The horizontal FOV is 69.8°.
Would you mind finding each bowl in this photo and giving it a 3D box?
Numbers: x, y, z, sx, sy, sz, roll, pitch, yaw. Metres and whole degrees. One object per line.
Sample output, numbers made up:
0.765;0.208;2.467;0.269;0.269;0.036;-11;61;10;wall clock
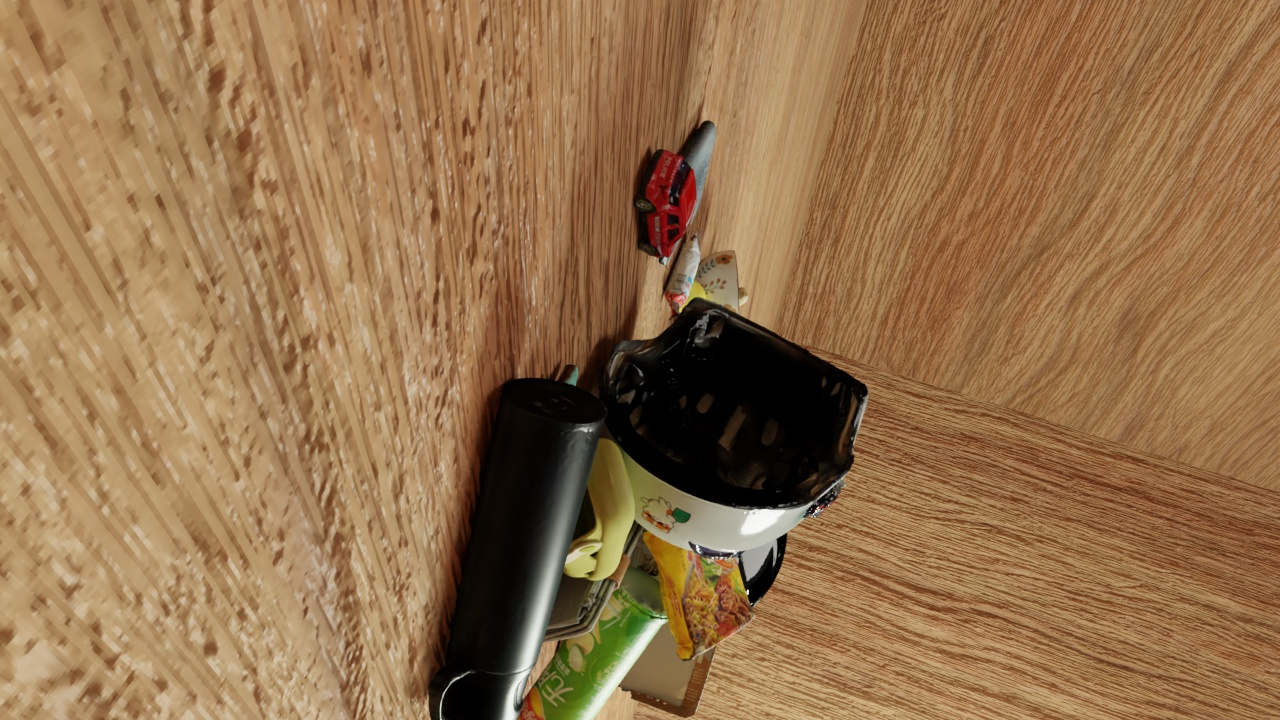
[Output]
0.086;-0.078;1.125;0.113;0.062;0.113;5;85;-88;bowl

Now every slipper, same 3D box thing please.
-0.056;0.123;0.741;0.191;0.081;0.091;113;-35;-60;slipper

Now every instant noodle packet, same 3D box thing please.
0.057;0.203;0.868;0.110;0.044;0.128;-9;79;-51;instant noodle packet

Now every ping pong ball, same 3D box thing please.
0.056;-0.074;1.068;0.040;0.040;0.040;19;89;-80;ping pong ball

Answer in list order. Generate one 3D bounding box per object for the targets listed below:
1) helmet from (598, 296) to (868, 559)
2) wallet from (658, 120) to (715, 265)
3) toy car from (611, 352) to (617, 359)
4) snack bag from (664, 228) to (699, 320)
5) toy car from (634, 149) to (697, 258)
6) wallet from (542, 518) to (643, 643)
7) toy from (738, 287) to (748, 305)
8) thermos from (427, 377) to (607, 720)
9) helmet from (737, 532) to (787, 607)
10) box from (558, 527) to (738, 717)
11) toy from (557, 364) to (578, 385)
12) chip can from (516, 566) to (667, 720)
0.068;0.079;0.829;0.273;0.230;0.157;-47;160;-48;helmet
0.044;-0.167;0.920;0.121;0.019;0.097;99;15;-47;wallet
-0.005;0.005;0.900;0.090;0.035;0.042;-7;112;-63;toy car
0.048;-0.097;1.032;0.045;0.026;0.105;77;30;-65;snack bag
0.024;-0.131;0.796;0.121;0.045;0.052;87;25;-69;toy car
-0.052;0.202;0.853;0.107;0.037;0.129;-23;-153;41;wallet
0.102;-0.062;1.263;0.105;0.066;0.157;-61;174;16;toy
-0.088;0.137;0.607;0.089;0.068;0.243;-22;130;-63;thermos
0.081;0.230;1.208;0.275;0.230;0.233;-33;170;4;helmet
0.004;0.277;1.024;0.129;0.179;0.273;-64;166;-46;box
-0.066;0.050;0.680;0.096;0.030;0.092;-70;174;-46;toy
-0.053;0.300;0.890;0.221;0.072;0.072;-56;173;11;chip can
